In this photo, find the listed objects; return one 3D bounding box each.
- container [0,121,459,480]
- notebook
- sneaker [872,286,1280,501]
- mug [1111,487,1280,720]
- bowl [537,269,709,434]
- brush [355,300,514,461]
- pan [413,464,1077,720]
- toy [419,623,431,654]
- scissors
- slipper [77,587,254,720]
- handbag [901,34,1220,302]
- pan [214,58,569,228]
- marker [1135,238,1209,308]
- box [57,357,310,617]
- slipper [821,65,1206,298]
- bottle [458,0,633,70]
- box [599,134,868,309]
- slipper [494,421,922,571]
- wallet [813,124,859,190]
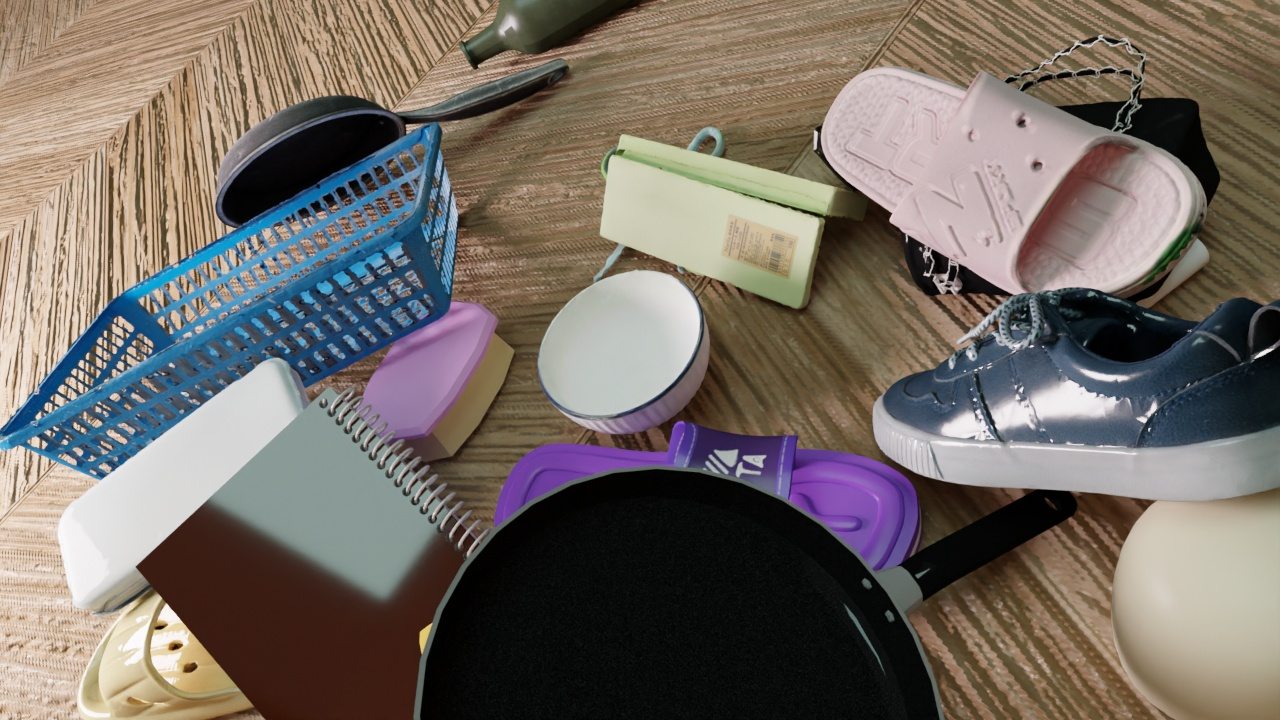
[{"bbox_3d":[-0.306,-0.046,0.759,0.362,0.089,0.256,-27,30,7],"label":"container"},{"bbox_3d":[-0.180,0.142,0.571,0.209,0.022,0.171,44,81,11],"label":"notebook"},{"bbox_3d":[0.194,0.009,0.441,0.089,0.087,0.236,-17,7,-27],"label":"sneaker"},{"bbox_3d":[0.259,0.092,0.396,0.096,0.100,0.120,8,60,31],"label":"mug"},{"bbox_3d":[-0.004,0.004,0.622,0.118,0.062,0.117,-14,52,18],"label":"bowl"},{"bbox_3d":[-0.176,0.055,0.677,0.089,0.043,0.228,9,58,33],"label":"brush"},{"bbox_3d":[0.075,0.130,0.421,0.355,0.034,0.225,-19,59,-26],"label":"pan"},{"bbox_3d":[-0.045,0.249,0.415,0.246,0.141,0.267,-17,59,-1],"label":"toy"},{"bbox_3d":[0.016,-0.133,0.745,0.160,0.025,0.171,-24,52,1],"label":"scissors"},{"bbox_3d":[-0.296,0.182,0.631,0.262,0.079,0.111,-14,48,17],"label":"slipper"},{"bbox_3d":[0.229,-0.099,0.533,0.154,0.114,0.125,13,66,45],"label":"handbag"},{"bbox_3d":[-0.232,-0.220,0.866,0.356,0.187,0.055,-31,86,-13],"label":"pan"},{"bbox_3d":[0.267,-0.026,0.532,0.133,0.023,0.027,-37,41,-2],"label":"marker"},{"bbox_3d":[-0.315,0.086,0.639,0.215,0.083,0.122,-35,25,-5],"label":"box"},{"bbox_3d":[0.176,-0.106,0.500,0.239,0.064,0.094,44,113,45],"label":"slipper"},{"bbox_3d":[-0.088,-0.360,0.929,0.207,0.071,0.071,-29,48,5],"label":"bottle"},{"bbox_3d":[0.067,-0.115,0.684,0.188,0.092,0.083,26,33,31],"label":"box"},{"bbox_3d":[0.019,0.083,0.536,0.267,0.084,0.107,2,57,28],"label":"slipper"},{"bbox_3d":[0.191,-0.155,0.642,0.123,0.019,0.072,-17,42,-10],"label":"wallet"}]
